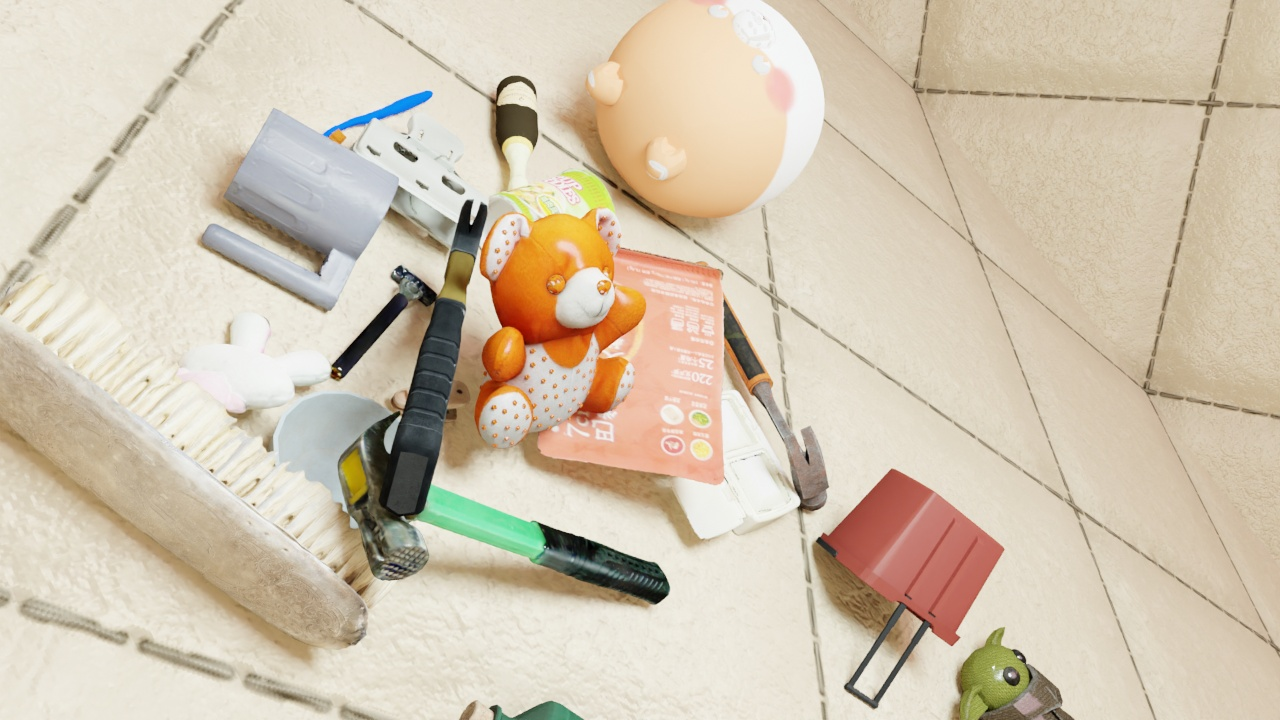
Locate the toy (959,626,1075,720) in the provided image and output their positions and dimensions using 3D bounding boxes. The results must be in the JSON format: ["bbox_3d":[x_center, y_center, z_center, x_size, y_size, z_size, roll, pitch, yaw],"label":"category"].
[{"bbox_3d":[0.407,0.373,0.973,0.152,0.078,0.178,53,37,7],"label":"toy"}]

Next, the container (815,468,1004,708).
[{"bbox_3d":[0.252,0.229,0.925,0.148,0.201,0.127,37,-1,-18],"label":"container"}]

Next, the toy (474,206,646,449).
[{"bbox_3d":[-0.061,-0.027,0.689,0.093,0.173,0.163,24,28,38],"label":"toy"}]

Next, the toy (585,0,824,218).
[{"bbox_3d":[0.075,-0.301,1.090,0.279,0.267,0.262,-25,74,-40],"label":"toy"}]

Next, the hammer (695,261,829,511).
[{"bbox_3d":[0.120,0.005,1.005,0.138,0.035,0.314,67,-1,-58],"label":"hammer"}]

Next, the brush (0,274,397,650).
[{"bbox_3d":[-0.255,0.062,0.514,0.271,0.083,0.056,42,35,-10],"label":"brush"}]

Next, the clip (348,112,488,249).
[{"bbox_3d":[-0.205,-0.161,0.826,0.126,0.096,0.152,36,14,-26],"label":"clip"}]

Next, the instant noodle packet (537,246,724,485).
[{"bbox_3d":[-0.005,0.005,0.817,0.164,0.084,0.220,11,47,-14],"label":"instant noodle packet"}]

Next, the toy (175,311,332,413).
[{"bbox_3d":[-0.259,0.009,0.595,0.079,0.038,0.122,27,22,4],"label":"toy"}]

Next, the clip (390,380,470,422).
[{"bbox_3d":[-0.164,0.034,0.708,0.060,0.041,0.024,-3,57,-27],"label":"clip"}]

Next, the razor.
[{"bbox_3d":[-0.202,-0.031,0.721,0.043,0.022,0.144,40,35,-12],"label":"razor"}]

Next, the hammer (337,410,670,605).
[{"bbox_3d":[-0.076,0.124,0.636,0.318,0.032,0.130,34,14,-48],"label":"hammer"}]

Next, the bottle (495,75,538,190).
[{"bbox_3d":[-0.131,-0.233,0.976,0.045,0.045,0.184,24,41,-33],"label":"bottle"}]

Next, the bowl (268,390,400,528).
[{"bbox_3d":[-0.198,0.075,0.607,0.106,0.039,0.106,30,39,-27],"label":"bowl"}]

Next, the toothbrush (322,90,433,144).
[{"bbox_3d":[-0.245,-0.232,0.872,0.018,0.016,0.182,50,34,-9],"label":"toothbrush"}]

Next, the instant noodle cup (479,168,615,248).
[{"bbox_3d":[-0.095,-0.131,0.884,0.107,0.099,0.099,-20,73,-47],"label":"instant noodle cup"}]

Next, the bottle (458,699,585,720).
[{"bbox_3d":[-0.057,0.255,0.573,0.131,0.061,0.061,39,37,-15],"label":"bottle"}]

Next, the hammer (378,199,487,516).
[{"bbox_3d":[-0.133,-0.017,0.618,0.025,0.118,0.332,14,25,-12],"label":"hammer"}]

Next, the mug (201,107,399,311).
[{"bbox_3d":[-0.258,-0.115,0.699,0.104,0.084,0.123,30,65,-26],"label":"mug"}]

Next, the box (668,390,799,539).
[{"bbox_3d":[0.077,0.099,0.890,0.183,0.050,0.143,-9,64,-53],"label":"box"}]
